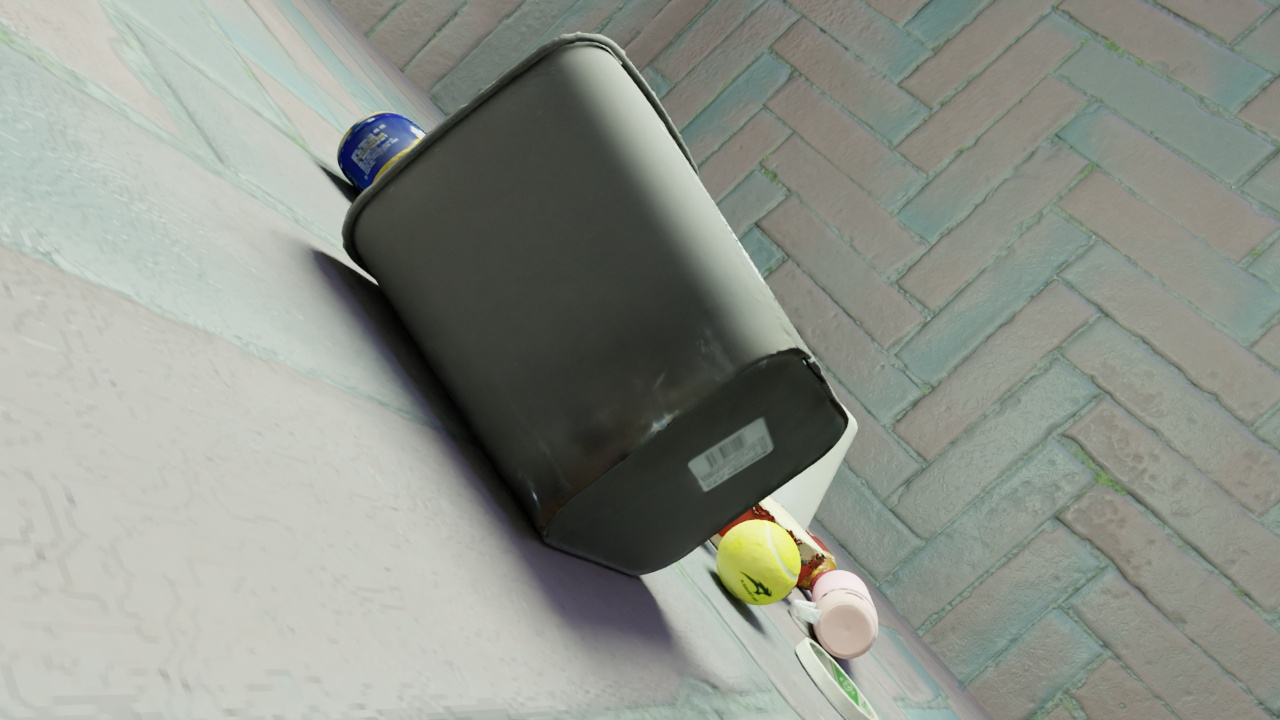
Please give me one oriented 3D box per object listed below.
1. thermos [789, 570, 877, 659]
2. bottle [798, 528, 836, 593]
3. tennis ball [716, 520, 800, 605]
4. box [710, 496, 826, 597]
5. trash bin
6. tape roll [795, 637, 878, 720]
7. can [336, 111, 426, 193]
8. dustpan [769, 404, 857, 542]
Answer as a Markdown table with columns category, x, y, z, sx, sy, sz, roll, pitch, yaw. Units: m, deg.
| category | x | y | z | sx | sy | sz | roll | pitch | yaw |
| --- | --- | --- | --- | --- | --- | --- | --- | --- | --- |
| thermos | 0.201 | 0.260 | 0.958 | 0.087 | 0.067 | 0.198 | 16 | -2 | 13 |
| bottle | 0.197 | 0.235 | 1.148 | 0.057 | 0.057 | 0.175 | 45 | 4 | -32 |
| tennis ball | 0.092 | 0.158 | 0.718 | 0.065 | 0.065 | 0.065 | 47 | 4 | -4 |
| box | 0.125 | 0.168 | 0.900 | 0.091 | 0.077 | 0.168 | 49 | 5 | 33 |
| trash bin | -0.015 | -0.020 | 0.514 | 0.219 | 0.199 | 0.199 | 56 | 8 | 31 |
| tape roll | 0.161 | 0.266 | 0.753 | 0.086 | 0.014 | 0.085 | 47 | 4 | -5 |
| can | -0.183 | -0.145 | 0.741 | 0.049 | 0.074 | 0.148 | 45 | 4 | 15 |
| dustpan | 0.133 | 0.077 | 1.079 | 0.222 | 0.257 | 0.143 | 46 | -17 | -21 |
